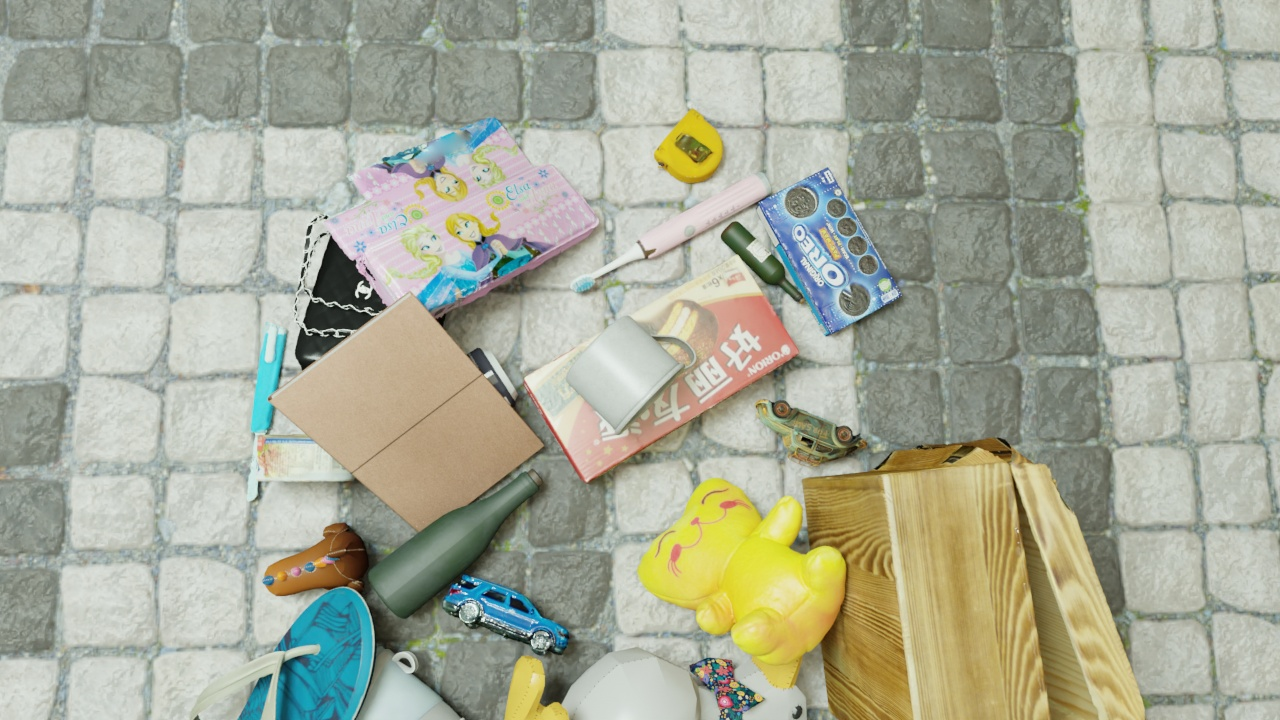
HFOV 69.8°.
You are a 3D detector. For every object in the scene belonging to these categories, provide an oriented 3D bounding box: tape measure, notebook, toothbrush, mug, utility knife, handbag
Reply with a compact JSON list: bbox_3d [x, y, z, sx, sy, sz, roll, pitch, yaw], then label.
[{"bbox_3d":[0.051,-0.207,0.913,0.059,0.030,0.068,40,82,4],"label":"tape measure"},{"bbox_3d":[-0.193,0.055,0.795,0.141,0.008,0.209,-37,130,-3],"label":"notebook"},{"bbox_3d":[0.029,-0.123,0.902,0.222,0.026,0.027,-30,124,-7],"label":"toothbrush"},{"bbox_3d":[-0.005,0.005,0.799,0.070,0.085,0.112,44,53,6],"label":"mug"},{"bbox_3d":[-0.356,0.047,0.858,0.022,0.015,0.168,7,80,-3],"label":"utility knife"},{"bbox_3d":[-0.230,-0.053,0.812,0.125,0.115,0.153,7,56,-2],"label":"handbag"}]

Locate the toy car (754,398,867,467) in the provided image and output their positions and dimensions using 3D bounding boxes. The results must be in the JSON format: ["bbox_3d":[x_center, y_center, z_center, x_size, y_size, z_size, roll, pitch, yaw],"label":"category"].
[{"bbox_3d":[0.157,0.074,0.873,0.112,0.047,0.047,23,76,0],"label":"toy car"}]

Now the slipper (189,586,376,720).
[{"bbox_3d":[-0.327,0.322,0.769,0.118,0.060,0.295,40,92,30],"label":"slipper"}]

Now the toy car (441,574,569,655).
[{"bbox_3d":[-0.120,0.231,0.830,0.120,0.056,0.043,22,68,4],"label":"toy car"}]

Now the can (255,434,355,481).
[{"bbox_3d":[-0.298,0.087,0.822,0.086,0.086,0.043,1,84,-4],"label":"can"}]

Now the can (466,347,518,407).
[{"bbox_3d":[-0.180,0.045,0.846,0.127,0.064,0.064,-33,86,-7],"label":"can"}]

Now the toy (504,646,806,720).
[{"bbox_3d":[0.019,0.324,0.793,0.267,0.141,0.247,15,99,-26],"label":"toy"}]

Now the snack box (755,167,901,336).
[{"bbox_3d":[0.184,-0.108,0.910,0.082,0.027,0.150,-29,85,-7],"label":"snack box"}]

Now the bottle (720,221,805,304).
[{"bbox_3d":[0.123,-0.094,0.905,0.106,0.025,0.025,45,82,3],"label":"bottle"}]

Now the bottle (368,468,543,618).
[{"bbox_3d":[-0.162,0.159,0.838,0.174,0.055,0.055,-38,86,-9],"label":"bottle"}]

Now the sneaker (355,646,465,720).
[{"bbox_3d":[-0.268,0.378,0.791,0.256,0.093,0.160,-43,78,-7],"label":"sneaker"}]

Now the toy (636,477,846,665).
[{"bbox_3d":[0.093,0.181,0.799,0.134,0.194,0.087,-50,123,-14],"label":"toy"}]

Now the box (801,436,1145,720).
[{"bbox_3d":[0.250,0.189,0.750,0.176,0.279,0.247,-8,83,-1],"label":"box"}]

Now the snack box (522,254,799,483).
[{"bbox_3d":[0.019,0.009,0.866,0.236,0.060,0.113,-30,86,-7],"label":"snack box"}]

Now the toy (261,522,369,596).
[{"bbox_3d":[-0.287,0.180,0.804,0.090,0.103,0.070,-16,78,-12],"label":"toy"}]

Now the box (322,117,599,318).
[{"bbox_3d":[-0.165,-0.138,0.837,0.229,0.035,0.159,-35,84,-38],"label":"box"}]
